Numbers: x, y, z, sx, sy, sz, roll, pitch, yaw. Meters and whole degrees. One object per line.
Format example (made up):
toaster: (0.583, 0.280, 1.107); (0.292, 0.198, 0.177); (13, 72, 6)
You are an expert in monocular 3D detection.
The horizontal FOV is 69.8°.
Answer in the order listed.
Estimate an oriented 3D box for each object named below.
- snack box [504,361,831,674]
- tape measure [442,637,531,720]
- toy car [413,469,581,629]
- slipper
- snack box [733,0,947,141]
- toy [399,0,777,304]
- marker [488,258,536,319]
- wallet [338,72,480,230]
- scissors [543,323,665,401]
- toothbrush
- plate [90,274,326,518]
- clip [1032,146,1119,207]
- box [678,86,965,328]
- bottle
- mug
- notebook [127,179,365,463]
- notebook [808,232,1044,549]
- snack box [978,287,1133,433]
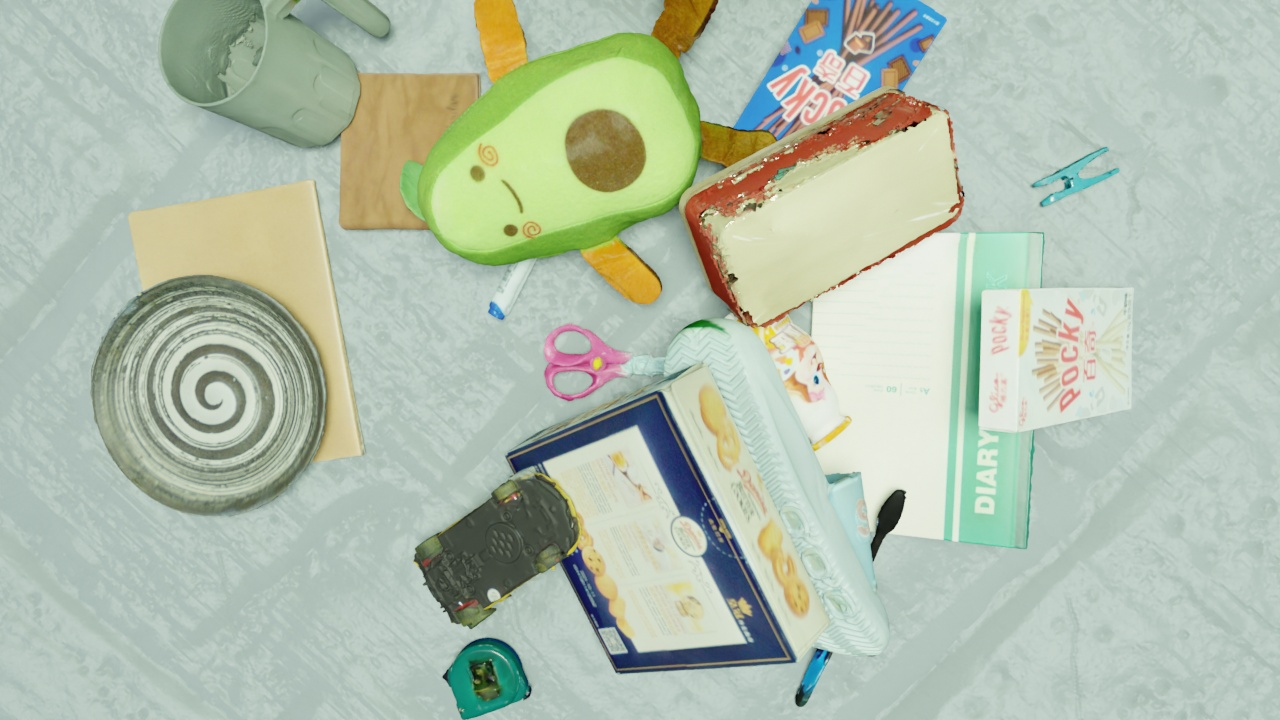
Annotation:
snack box: (0.010, 0.113, 0.602); (0.183, 0.045, 0.178); (-24, 92, 47)
tape measure: (-0.116, 0.237, 0.685); (0.058, 0.025, 0.054); (-21, 93, 5)
toy car: (-0.099, 0.132, 0.644); (0.156, 0.041, 0.071); (-39, 83, 29)
slipper: (0.091, 0.082, 0.598); (0.104, 0.074, 0.245); (-14, 103, 48)
snack box: (0.129, -0.185, 0.630); (0.084, 0.026, 0.157); (32, 96, 1)
toy: (-0.038, -0.139, 0.599); (0.247, 0.090, 0.227); (-27, 103, 2)
marker: (-0.071, -0.096, 0.659); (0.017, 0.017, 0.146); (28, 96, 2)
wallet: (-0.166, -0.151, 0.662); (0.101, 0.020, 0.115); (0, 92, 3)
scissors: (-0.004, 0.004, 0.663); (0.133, 0.017, 0.057); (3, 89, 1)
toothbrush: (0.147, 0.170, 0.647); (0.014, 0.016, 0.190); (25, 111, 16)
plate: (-0.315, 0.025, 0.677); (0.179, 0.024, 0.179); (0, 96, 4)
clip: (0.297, -0.125, 0.627); (0.056, 0.014, 0.043); (-28, 91, 7)
box: (0.119, -0.096, 0.578); (0.168, 0.076, 0.091); (-29, 124, -6)
bottle: (0.097, 0.010, 0.626); (0.063, 0.063, 0.108); (-39, 85, 6)
mug: (-0.235, -0.207, 0.610); (0.124, 0.103, 0.083); (-38, 77, 11)
notebook: (-0.295, -0.020, 0.688); (0.148, 0.008, 0.207); (-9, 94, 6)
notebook: (0.189, 0.018, 0.626); (0.150, 0.012, 0.209); (3, 94, 23)
snack box: (0.268, -0.004, 0.584); (0.156, 0.027, 0.085); (-5, 96, -40)
